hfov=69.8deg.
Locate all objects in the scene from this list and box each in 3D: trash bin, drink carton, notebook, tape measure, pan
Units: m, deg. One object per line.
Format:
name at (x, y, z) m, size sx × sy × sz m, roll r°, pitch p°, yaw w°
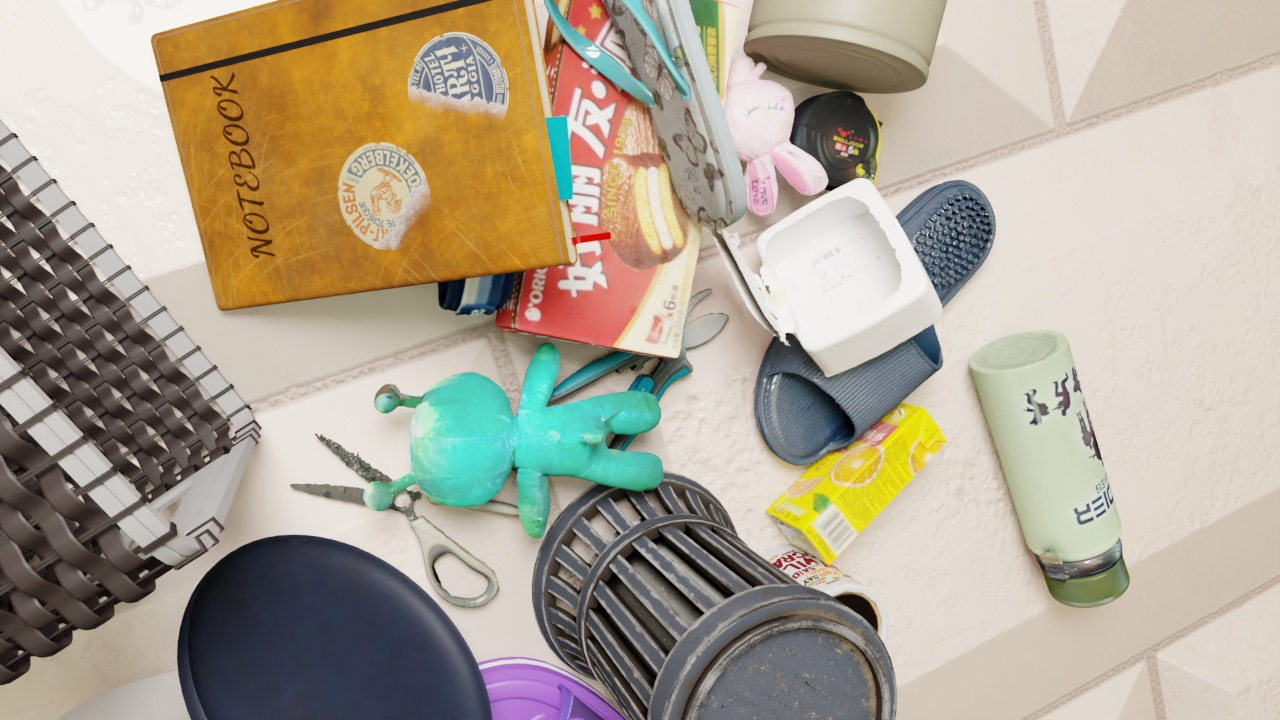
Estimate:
trash bin at (0.039, 0.177, 0.578) m, size 0.164 × 0.227 × 0.164 m, roll -3°, pitch 98°, yaw -20°
drink carton at (0.164, 0.088, 0.701) m, size 0.134 × 0.058 × 0.043 m, roll -42°, pitch 109°, yaw -11°
notebook at (-0.150, -0.128, 0.501) m, size 0.250 × 0.014 × 0.178 m, roll -5°, pitch 102°, yaw 20°
tape measure at (0.140, -0.158, 0.667) m, size 0.071 × 0.042 × 0.072 m, roll 10°, pitch 98°, yaw -15°
pan at (-0.110, 0.235, 0.543) m, size 0.356 × 0.198 × 0.021 m, roll 40°, pitch 107°, yaw -10°
trash bin at (-0.250, 0.292, 0.525) m, size 0.195 × 0.196 × 0.199 m, roll -6°, pitch 90°, yaw -19°

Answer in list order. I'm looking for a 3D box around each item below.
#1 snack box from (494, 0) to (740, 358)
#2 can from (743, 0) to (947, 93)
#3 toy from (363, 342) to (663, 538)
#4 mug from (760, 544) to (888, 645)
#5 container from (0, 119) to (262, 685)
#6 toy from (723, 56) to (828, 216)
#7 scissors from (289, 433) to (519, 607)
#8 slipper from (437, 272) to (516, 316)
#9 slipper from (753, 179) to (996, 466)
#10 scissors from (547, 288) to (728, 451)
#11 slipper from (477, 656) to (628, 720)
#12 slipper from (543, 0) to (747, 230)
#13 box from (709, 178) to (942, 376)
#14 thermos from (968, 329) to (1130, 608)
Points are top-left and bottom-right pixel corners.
snack box at (-0.016, -0.125, 0.597) m, size 0.113 × 0.060 × 0.236 m, roll 11°, pitch 89°, yaw -21°
can at (0.137, -0.232, 0.610) m, size 0.127 × 0.128 × 0.073 m, roll 11°, pitch 95°, yaw -21°
toy at (-0.077, 0.052, 0.592) m, size 0.193 × 0.072 × 0.130 m, roll 0°, pitch 86°, yaw -13°
mug at (0.134, 0.200, 0.689) m, size 0.073 × 0.090 × 0.105 m, roll -29°, pitch 106°, yaw -14°
container at (-0.362, 0.035, 0.409) m, size 0.243 × 0.247 × 0.245 m, roll -37°, pitch 108°, yaw -8°
toy at (0.082, -0.156, 0.636) m, size 0.064 × 0.047 × 0.110 m, roll -27°, pitch 97°, yaw 24°
scissors at (-0.143, 0.105, 0.618) m, size 0.158 × 0.012 × 0.162 m, roll -15°, pitch 102°, yaw -18°
slipper at (-0.115, -0.152, 0.542) m, size 0.095 × 0.105 × 0.253 m, roll -2°, pitch 97°, yaw -16°
slipper at (0.187, -0.032, 0.681) m, size 0.101 × 0.082 × 0.263 m, roll 43°, pitch 82°, yaw -17°
scissors at (-0.003, 0.010, 0.652) m, size 0.124 × 0.019 × 0.156 m, roll 12°, pitch 92°, yaw -22°
slipper at (-0.029, 0.313, 0.650) m, size 0.266 × 0.084 × 0.107 m, roll 43°, pitch 82°, yaw -20°
slipper at (-0.011, -0.194, 0.511) m, size 0.054 × 0.098 × 0.269 m, roll -28°, pitch 102°, yaw -19°
box at (0.110, -0.064, 0.603) m, size 0.128 × 0.108 × 0.137 m, roll -28°, pitch 149°, yaw 16°
thermos at (0.339, 0.096, 0.754) m, size 0.082 × 0.082 × 0.231 m, roll -27°, pitch 106°, yaw -15°
